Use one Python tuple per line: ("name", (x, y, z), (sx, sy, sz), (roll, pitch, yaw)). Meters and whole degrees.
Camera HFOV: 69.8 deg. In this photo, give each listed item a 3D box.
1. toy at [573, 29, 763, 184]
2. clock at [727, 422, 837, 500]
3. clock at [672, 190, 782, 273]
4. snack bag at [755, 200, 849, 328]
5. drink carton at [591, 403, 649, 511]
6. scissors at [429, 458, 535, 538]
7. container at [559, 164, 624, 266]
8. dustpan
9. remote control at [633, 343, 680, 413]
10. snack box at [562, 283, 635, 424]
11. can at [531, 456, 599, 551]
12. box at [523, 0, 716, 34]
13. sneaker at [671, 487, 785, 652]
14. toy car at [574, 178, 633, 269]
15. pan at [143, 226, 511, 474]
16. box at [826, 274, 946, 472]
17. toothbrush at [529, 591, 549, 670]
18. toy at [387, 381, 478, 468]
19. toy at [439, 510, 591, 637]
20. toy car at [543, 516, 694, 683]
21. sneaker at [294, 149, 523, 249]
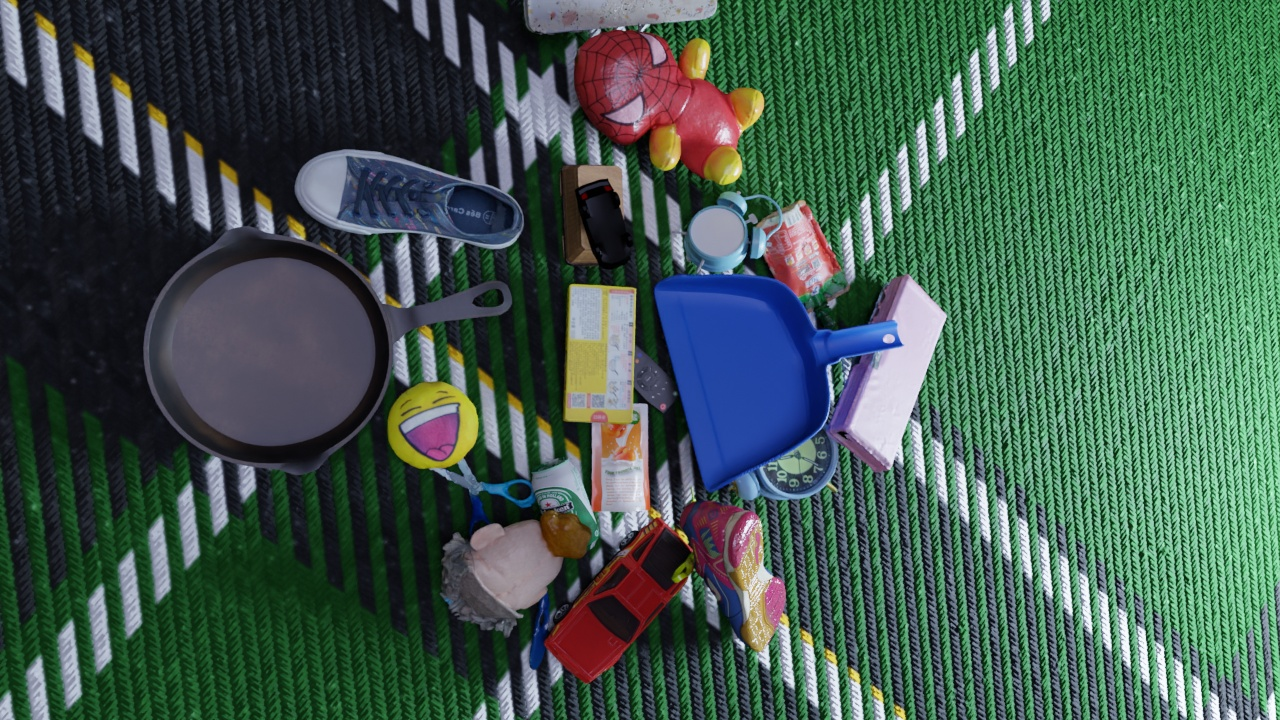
("toy", (0.023, -0.282, 1.008), (0.216, 0.099, 0.147), (23, 73, -17))
("clock", (0.156, 0.107, 1.069), (0.162, 0.060, 0.118), (0, 91, -14))
("clock", (0.105, -0.149, 1.052), (0.123, 0.042, 0.087), (-27, 75, -6))
("snack bag", (0.197, -0.108, 1.093), (0.087, 0.044, 0.155), (-30, 103, -9))
("drink carton", (-0.023, 0.107, 1.031), (0.069, 0.039, 0.122), (2, 84, -17))
("scissors", (-0.184, 0.147, 0.991), (0.133, 0.015, 0.103), (29, 83, -13))
("container", (-0.050, -0.163, 1.004), (0.063, 0.061, 0.114), (-3, 91, -17))
("dustpan", (0.170, -0.001, 1.029), (0.257, 0.060, 0.245), (-10, 74, -13))
("remote control", (-0.006, 0.006, 1.044), (0.124, 0.010, 0.039), (46, 78, -12))
("snack box", (-0.045, -0.007, 1.011), (0.075, 0.025, 0.152), (3, 84, -11))
("can", (-0.082, 0.160, 1.000), (0.053, 0.053, 0.101), (-21, 96, -16))
("box", (-0.032, -0.425, 1.002), (0.216, 0.107, 0.095), (-11, 130, -16))
("sneaker", (0.102, 0.235, 1.021), (0.116, 0.091, 0.242), (-55, 142, -33))
("toy car", (-0.039, -0.141, 0.956), (0.042, 0.036, 0.092), (-21, 106, -14))
("pan", (-0.307, -0.025, 0.937), (0.355, 0.043, 0.249), (-15, 95, -16))
("box", (0.294, 0.014, 1.092), (0.098, 0.046, 0.232), (39, 63, -24))
("toothbrush", (-0.108, 0.276, 1.012), (0.021, 0.016, 0.132), (8, 88, -44))
("toy", (-0.218, 0.068, 0.965), (0.095, 0.041, 0.094), (-20, 94, -15))
("toy", (-0.133, 0.209, 0.960), (0.176, 0.076, 0.133), (-29, 127, 4))
("toy car", (-0.020, 0.266, 1.019), (0.189, 0.056, 0.081), (-46, 101, -11))
("sneaker", (-0.231, -0.168, 0.941), (0.235, 0.079, 0.087), (8, 88, -17))
